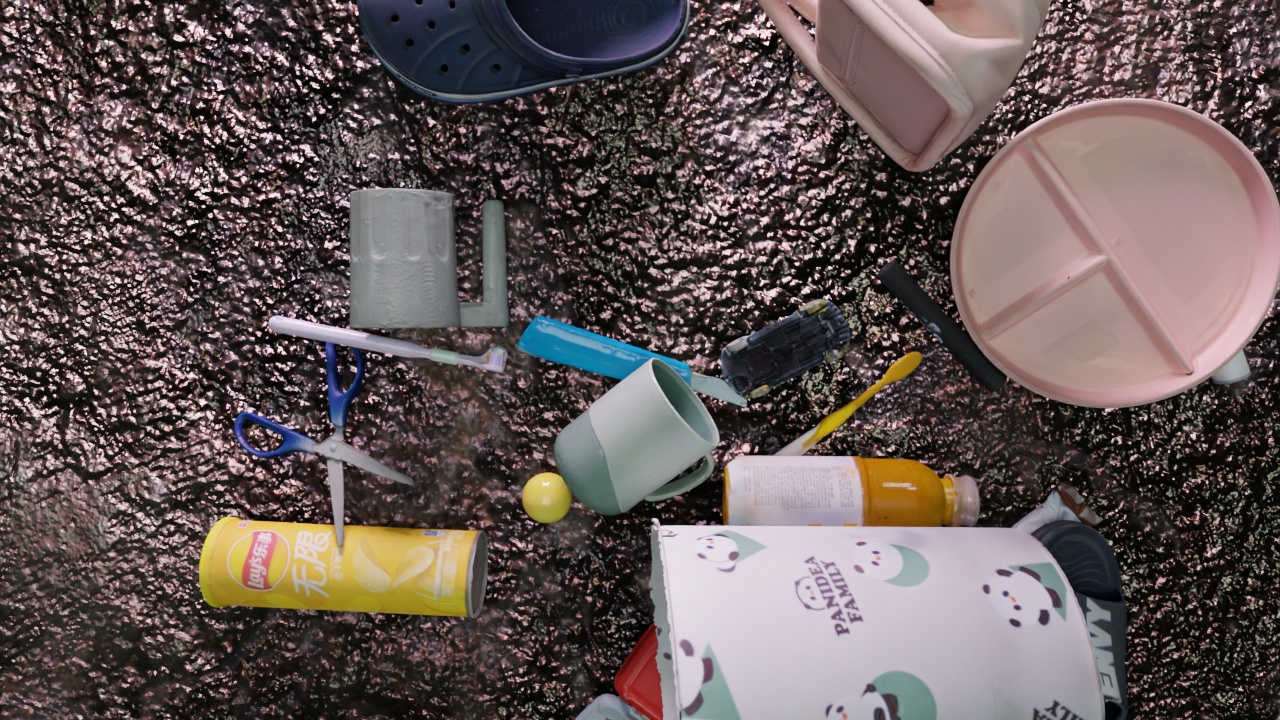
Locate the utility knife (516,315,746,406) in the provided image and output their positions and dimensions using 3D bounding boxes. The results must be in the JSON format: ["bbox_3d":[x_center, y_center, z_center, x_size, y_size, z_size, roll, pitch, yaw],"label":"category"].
[{"bbox_3d":[-0.004,0.004,0.737,0.191,0.018,0.034,17,111,0],"label":"utility knife"}]

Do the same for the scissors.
[{"bbox_3d":[-0.252,0.061,0.731,0.162,0.012,0.175,-2,76,12],"label":"scissors"}]

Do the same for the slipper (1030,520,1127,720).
[{"bbox_3d":[0.326,0.259,0.695,0.110,0.083,0.268,11,92,-22],"label":"slipper"}]

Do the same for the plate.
[{"bbox_3d":[0.353,-0.079,0.693,0.230,0.028,0.229,2,98,12],"label":"plate"}]

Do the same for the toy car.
[{"bbox_3d":[0.113,-0.009,0.724,0.105,0.031,0.049,-26,93,3],"label":"toy car"}]

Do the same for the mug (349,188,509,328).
[{"bbox_3d":[-0.164,-0.077,0.714,0.123,0.084,0.103,-2,94,-24],"label":"mug"}]

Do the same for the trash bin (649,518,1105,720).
[{"bbox_3d":[0.139,0.211,0.613,0.252,0.229,0.229,-4,95,-2],"label":"trash bin"}]

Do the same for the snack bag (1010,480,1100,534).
[{"bbox_3d":[0.311,0.142,0.731,0.105,0.026,0.045,-38,89,3],"label":"snack bag"}]

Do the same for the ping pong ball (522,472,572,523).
[{"bbox_3d":[-0.075,0.111,0.738,0.040,0.040,0.040,0,95,2],"label":"ping pong ball"}]

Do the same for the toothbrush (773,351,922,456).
[{"bbox_3d":[0.147,0.054,0.738,0.191,0.018,0.016,-39,89,7],"label":"toothbrush"}]

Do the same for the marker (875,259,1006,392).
[{"bbox_3d":[0.238,-0.028,0.723,0.132,0.020,0.022,45,78,-2],"label":"marker"}]

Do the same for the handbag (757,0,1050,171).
[{"bbox_3d":[0.149,-0.244,0.633,0.234,0.193,0.093,40,93,9],"label":"handbag"}]

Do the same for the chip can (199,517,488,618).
[{"bbox_3d":[-0.233,0.166,0.734,0.213,0.072,0.072,3,95,2],"label":"chip can"}]

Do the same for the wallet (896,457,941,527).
[{"bbox_3d":[0.198,0.150,0.742,0.097,0.019,0.121,-28,92,3],"label":"wallet"}]

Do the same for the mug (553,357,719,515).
[{"bbox_3d":[0.003,0.070,0.711,0.106,0.082,0.111,-39,122,15],"label":"mug"}]

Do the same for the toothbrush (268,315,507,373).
[{"bbox_3d":[-0.202,-0.014,0.733,0.189,0.029,0.021,9,127,-3],"label":"toothbrush"}]

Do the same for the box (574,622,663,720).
[{"bbox_3d":[0.052,0.322,0.747,0.201,0.060,0.161,37,99,0],"label":"box"}]

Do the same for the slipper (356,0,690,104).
[{"bbox_3d":[-0.088,-0.254,0.683,0.253,0.095,0.105,-2,92,-1],"label":"slipper"}]

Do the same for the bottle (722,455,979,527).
[{"bbox_3d":[0.158,0.107,0.700,0.189,0.068,0.068,0,95,3],"label":"bottle"}]

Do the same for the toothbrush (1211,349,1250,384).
[{"bbox_3d":[0.420,-0.088,0.706,0.026,0.027,0.221,-24,95,-36],"label":"toothbrush"}]
